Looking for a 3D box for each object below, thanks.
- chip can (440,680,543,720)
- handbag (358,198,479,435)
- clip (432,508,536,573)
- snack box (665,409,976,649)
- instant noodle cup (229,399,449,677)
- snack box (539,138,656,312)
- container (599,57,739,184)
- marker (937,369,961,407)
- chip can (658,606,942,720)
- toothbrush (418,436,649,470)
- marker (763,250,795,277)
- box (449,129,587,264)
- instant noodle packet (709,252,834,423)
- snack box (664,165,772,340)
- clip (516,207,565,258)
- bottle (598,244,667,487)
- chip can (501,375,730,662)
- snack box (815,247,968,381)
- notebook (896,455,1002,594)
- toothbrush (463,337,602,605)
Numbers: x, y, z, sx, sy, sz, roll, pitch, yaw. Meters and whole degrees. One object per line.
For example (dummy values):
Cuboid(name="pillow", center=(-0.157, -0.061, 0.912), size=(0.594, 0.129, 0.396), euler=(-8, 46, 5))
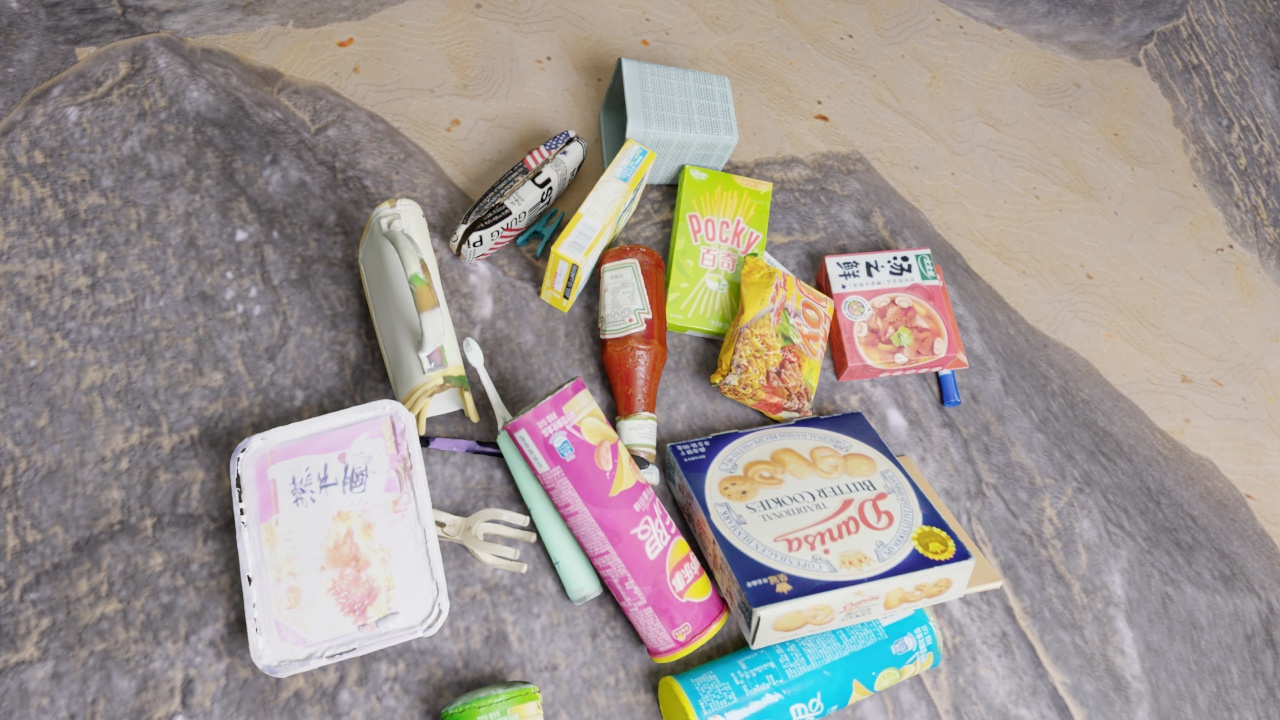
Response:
Cuboid(name="chip can", center=(-0.078, 0.328, 0.605), size=(0.072, 0.073, 0.221), euler=(-10, 69, -17))
Cuboid(name="handbag", center=(-0.172, -0.040, 0.690), size=(0.063, 0.179, 0.163), euler=(-15, 72, -14))
Cuboid(name="clip", center=(-0.124, 0.138, 0.708), size=(0.102, 0.094, 0.035), euler=(-2, 61, 29))
Cuboid(name="snack box", center=(0.133, 0.122, 0.717), size=(0.177, 0.046, 0.182), euler=(-9, 38, -17))
Cuboid(name="instant noodle cup", center=(-0.211, 0.128, 0.660), size=(0.138, 0.060, 0.173), euler=(-15, 68, -2))
Cuboid(name="snack box", center=(-0.038, -0.118, 0.806), size=(0.034, 0.087, 0.140), euler=(32, 64, 2))
Cuboid(name="container", center=(0.027, -0.221, 0.867), size=(0.111, 0.090, 0.090), euler=(1, 66, -15))
Cuboid(name="marker", center=(0.285, -0.026, 0.878), size=(0.017, 0.017, 0.145), euler=(2, 66, -12))
Cuboid(name="chip can", center=(0.122, 0.237, 0.693), size=(0.210, 0.071, 0.071), euler=(-15, 71, -20))
Cuboid(name="toothbrush", center=(-0.086, 0.074, 0.731), size=(0.189, 0.017, 0.014), euler=(5, 75, 6))
Cuboid(name="marker", center=(0.108, -0.103, 0.872), size=(0.145, 0.017, 0.017), euler=(42, 64, 7))
Cuboid(name="box", center=(-0.103, -0.143, 0.817), size=(0.060, 0.072, 0.164), euler=(49, 66, -17))
Cuboid(name="instant noodle packet", center=(0.120, -0.017, 0.800), size=(0.110, 0.044, 0.128), euler=(27, 68, -29))
Cuboid(name="snack box", center=(0.069, -0.098, 0.841), size=(0.085, 0.026, 0.156), euler=(11, 75, -8))
Cuboid(name="clip", center=(-0.088, -0.119, 0.836), size=(0.049, 0.015, 0.056), euler=(34, 63, 6))
Cuboid(name="bottle", center=(-0.005, 0.005, 0.776), size=(0.059, 0.060, 0.205), euler=(2, 72, -12))
Cuboid(name="chip can", center=(-0.017, 0.116, 0.683), size=(0.071, 0.072, 0.210), euler=(-34, 93, -24))
Cuboid(name="snack box", center=(0.237, -0.045, 0.850), size=(0.127, 0.044, 0.113), euler=(-6, 67, -5))
Cuboid(name="notebook", center=(0.159, 0.142, 0.741), size=(0.211, 0.012, 0.149), euler=(-7, 39, -15))
Cuboid(name="toothbrush", center=(-0.088, 0.084, 0.710), size=(0.026, 0.027, 0.224), euler=(-25, 88, -23))
